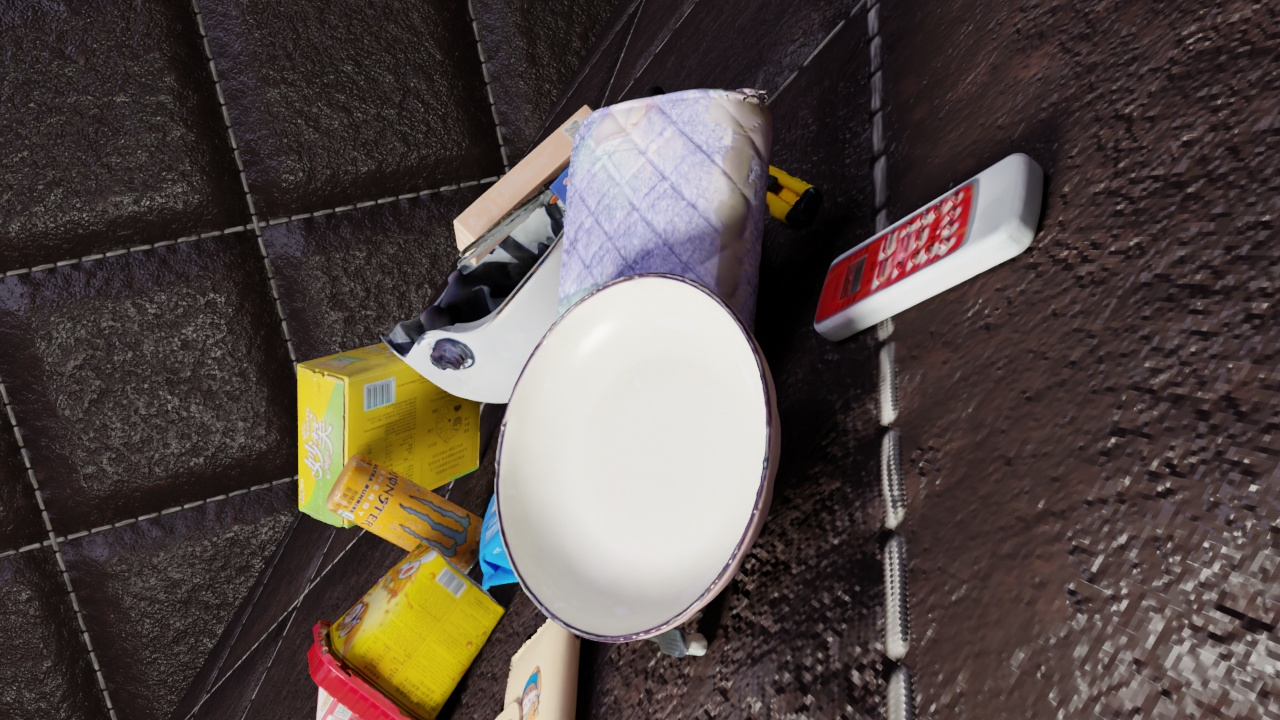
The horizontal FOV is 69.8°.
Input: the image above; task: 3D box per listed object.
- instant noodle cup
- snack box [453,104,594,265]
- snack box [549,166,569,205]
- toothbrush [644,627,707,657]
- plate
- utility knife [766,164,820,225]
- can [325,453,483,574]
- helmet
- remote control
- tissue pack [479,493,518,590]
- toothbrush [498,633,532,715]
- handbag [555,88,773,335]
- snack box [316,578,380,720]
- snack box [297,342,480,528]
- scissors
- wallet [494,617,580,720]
[{"bbox_3d":[-0.180,0.216,0.721,0.123,0.116,0.116,-50,15,-15],"label":"instant noodle cup"},{"bbox_3d":[-0.098,-0.153,0.810,0.157,0.026,0.084,-44,1,-12],"label":"snack box"},{"bbox_3d":[-0.007,-0.150,0.804,0.058,0.057,0.207,-42,-4,19],"label":"snack box"},{"bbox_3d":[-0.009,0.151,0.521,0.181,0.018,0.015,159,119,-65],"label":"toothbrush"},{"bbox_3d":[-0.001,0.050,0.489,0.193,0.039,0.192,-15,67,39],"label":"plate"},{"bbox_3d":[0.098,-0.136,0.713,0.033,0.015,0.206,-51,18,10],"label":"utility knife"},{"bbox_3d":[-0.216,0.145,0.856,0.058,0.146,0.058,-49,20,25],"label":"can"},{"bbox_3d":[-0.108,-0.046,0.886,0.259,0.146,0.228,-14,36,44],"label":"helmet"},{"bbox_3d":[0.139,-0.053,0.460,0.136,0.020,0.055,-32,30,54],"label":"remote control"},{"bbox_3d":[-0.068,0.101,0.693,0.157,0.052,0.094,-48,18,27],"label":"tissue pack"},{"bbox_3d":[-0.099,0.256,0.580,0.014,0.016,0.188,-41,23,42],"label":"toothbrush"},{"bbox_3d":[0.016,-0.065,0.575,0.134,0.075,0.194,4,88,45],"label":"handbag"},{"bbox_3d":[-0.271,0.298,0.913,0.127,0.044,0.113,-60,17,-3],"label":"snack box"},{"bbox_3d":[-0.256,0.064,0.961,0.209,0.070,0.158,-22,-59,-59],"label":"snack box"},{"bbox_3d":[-0.062,-0.158,0.764,0.233,0.021,0.163,-38,-6,-42],"label":"scissors"},{"bbox_3d":[-0.063,0.211,0.539,0.087,0.024,0.115,-53,24,34],"label":"wallet"}]
